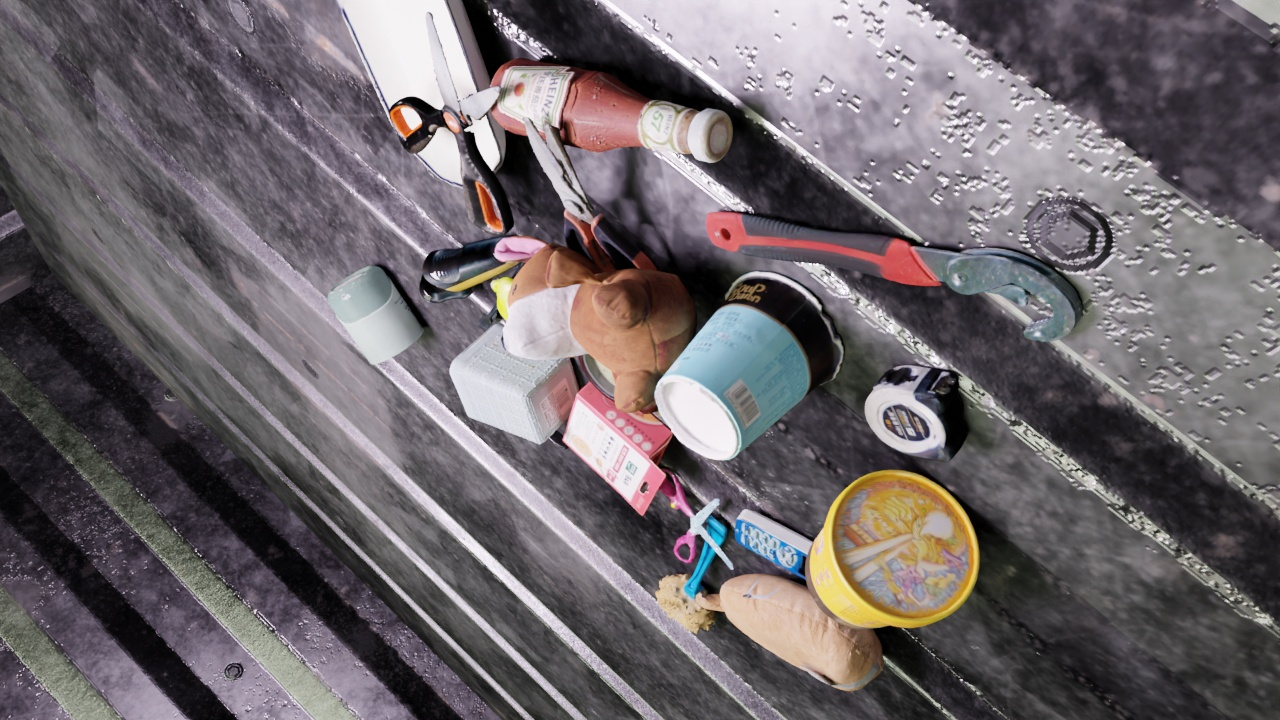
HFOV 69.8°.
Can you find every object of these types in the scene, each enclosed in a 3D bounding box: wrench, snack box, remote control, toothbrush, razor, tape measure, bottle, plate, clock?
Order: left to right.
[{"bbox_3d":[-0.187,-0.271,0.786,0.162,0.034,0.266,19,140,40],"label":"plate"},{"bbox_3d":[-0.175,-0.099,0.966,0.067,0.062,0.168,29,156,-34],"label":"razor"},{"bbox_3d":[-0.140,-0.074,0.978,0.015,0.018,0.182,43,148,-5],"label":"toothbrush"},{"bbox_3d":[-0.161,0.054,1.157,0.189,0.014,0.017,37,161,17],"label":"toothbrush"},{"bbox_3d":[-0.025,-0.178,0.665,0.206,0.059,0.060,22,142,36],"label":"bottle"},{"bbox_3d":[-0.019,0.091,0.988,0.127,0.044,0.113,42,149,12],"label":"snack box"},{"bbox_3d":[-0.005,0.005,0.859,0.122,0.055,0.082,39,149,18],"label":"clock"},{"bbox_3d":[0.152,0.189,0.908,0.125,0.024,0.049,26,144,25],"label":"remote control"},{"bbox_3d":[0.153,-0.068,0.616,0.274,0.016,0.056,20,140,37],"label":"wrench"},{"bbox_3d":[0.198,0.036,0.663,0.066,0.033,0.066,13,134,41],"label":"tape measure"}]

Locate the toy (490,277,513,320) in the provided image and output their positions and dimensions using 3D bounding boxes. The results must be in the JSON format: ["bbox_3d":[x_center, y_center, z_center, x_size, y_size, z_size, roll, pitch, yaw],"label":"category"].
[{"bbox_3d":[-0.108,-0.048,0.943,0.100,0.031,0.097,-6,126,46],"label":"toy"}]

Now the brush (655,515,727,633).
[{"bbox_3d":[0.068,0.250,1.080,0.083,0.045,0.255,39,145,21],"label":"brush"}]

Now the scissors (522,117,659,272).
[{"bbox_3d":[-0.036,-0.113,0.741,0.198,0.015,0.205,36,163,-10],"label":"scissors"}]

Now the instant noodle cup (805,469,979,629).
[{"bbox_3d":[0.194,0.162,0.743,0.118,0.118,0.115,40,156,12],"label":"instant noodle cup"}]

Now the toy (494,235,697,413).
[{"bbox_3d":[-0.051,-0.033,0.764,0.200,0.130,0.140,29,138,46],"label":"toy"}]

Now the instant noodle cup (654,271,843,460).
[{"bbox_3d":[0.075,0.010,0.700,0.111,0.120,0.111,32,147,24],"label":"instant noodle cup"}]

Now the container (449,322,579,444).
[{"bbox_3d":[-0.134,0.028,1.018,0.111,0.089,0.090,21,142,33],"label":"container"}]

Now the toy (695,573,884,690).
[{"bbox_3d":[0.142,0.265,0.949,0.226,0.082,0.143,17,154,41],"label":"toy"}]

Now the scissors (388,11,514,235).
[{"bbox_3d":[-0.160,-0.191,0.766,0.228,0.021,0.221,28,151,39],"label":"scissors"}]

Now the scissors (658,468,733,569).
[{"bbox_3d":[0.056,0.177,0.997,0.133,0.017,0.135,49,141,21],"label":"scissors"}]

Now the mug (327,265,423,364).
[{"bbox_3d":[-0.345,-0.065,1.193,0.106,0.082,0.111,59,179,-20],"label":"mug"}]
